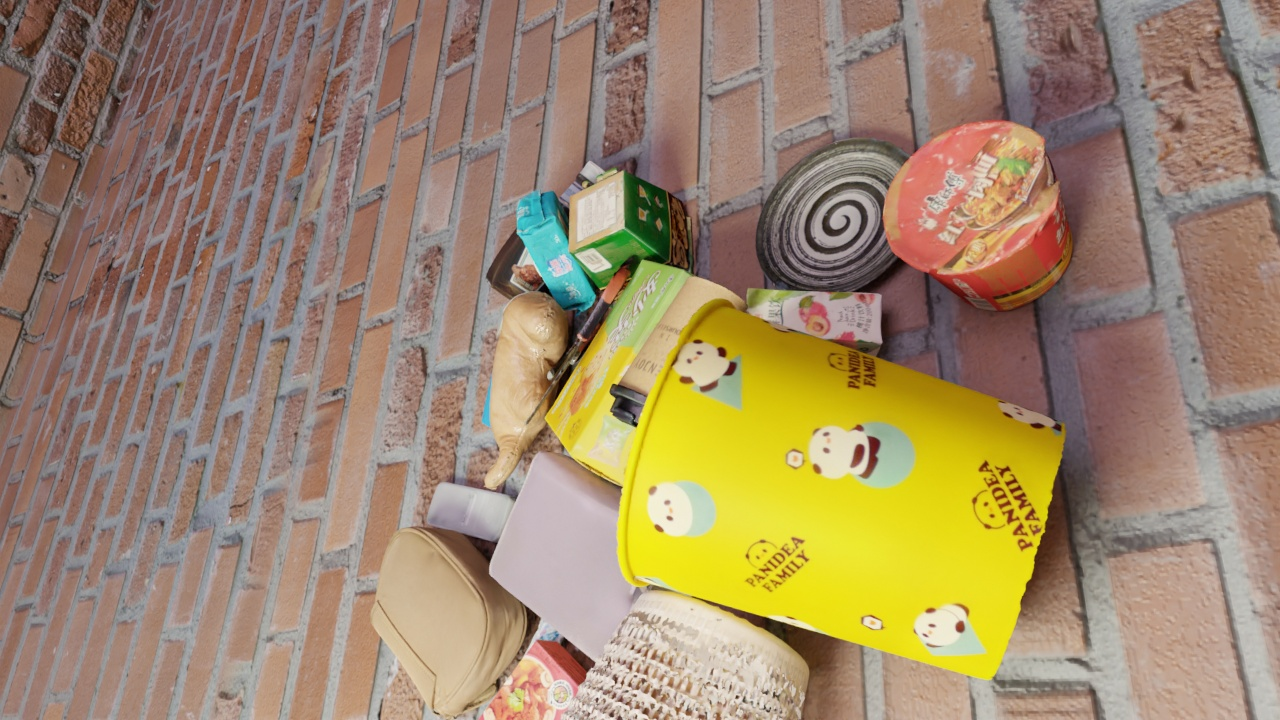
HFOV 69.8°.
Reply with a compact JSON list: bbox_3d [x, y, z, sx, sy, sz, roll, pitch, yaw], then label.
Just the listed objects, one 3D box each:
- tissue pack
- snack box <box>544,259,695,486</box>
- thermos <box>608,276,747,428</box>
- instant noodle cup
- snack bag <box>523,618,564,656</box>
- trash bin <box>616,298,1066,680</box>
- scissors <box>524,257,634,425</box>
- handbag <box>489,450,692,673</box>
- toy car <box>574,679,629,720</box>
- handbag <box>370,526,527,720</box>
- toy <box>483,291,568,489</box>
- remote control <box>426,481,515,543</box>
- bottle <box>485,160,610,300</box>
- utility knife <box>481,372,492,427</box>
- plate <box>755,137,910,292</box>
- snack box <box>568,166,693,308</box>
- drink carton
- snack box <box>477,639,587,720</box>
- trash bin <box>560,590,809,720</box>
[{"bbox_3d":[-0.095,-0.124,1.061,0.050,0.133,0.093,-23,30,7],"label":"tissue pack"},{"bbox_3d":[-0.005,0.005,0.927,0.210,0.070,0.158,-59,17,1],"label":"snack box"},{"bbox_3d":[0.036,0.002,0.809,0.093,0.093,0.143,20,80,43],"label":"thermos"},{"bbox_3d":[0.285,-0.111,0.760,0.138,0.108,0.137,-18,58,32],"label":"instant noodle cup"},{"bbox_3d":[-0.103,0.302,0.931,0.045,0.026,0.105,20,81,50],"label":"snack bag"},{"bbox_3d":[0.146,0.096,0.666,0.255,0.229,0.229,16,79,20],"label":"trash bin"},{"bbox_3d":[-0.065,-0.017,0.970,0.226,0.015,0.189,-58,1,-17],"label":"scissors"},{"bbox_3d":[-0.040,0.188,0.882,0.197,0.098,0.145,24,100,42],"label":"handbag"},{"bbox_3d":[-0.042,0.321,0.807,0.043,0.034,0.090,23,86,25],"label":"toy car"},{"bbox_3d":[-0.206,0.273,0.986,0.204,0.099,0.148,33,99,44],"label":"handbag"},{"bbox_3d":[-0.135,0.033,1.043,0.143,0.082,0.226,-170,91,-80],"label":"toy"},{"bbox_3d":[-0.199,0.177,1.076,0.136,0.020,0.055,3,70,41],"label":"remote control"},{"bbox_3d":[-0.107,-0.156,1.126,0.195,0.080,0.044,-52,33,5],"label":"bottle"},{"bbox_3d":[-0.167,-0.002,1.141,0.034,0.018,0.187,-4,66,26],"label":"utility knife"},{"bbox_3d":[0.196,-0.137,0.908,0.180,0.024,0.179,-19,57,30],"label":"plate"},{"bbox_3d":[-0.020,-0.141,1.029,0.118,0.105,0.117,-20,57,32],"label":"snack box"},{"bbox_3d":[0.156,-0.033,0.839,0.122,0.045,0.053,2,66,7],"label":"drink carton"},{"bbox_3d":[-0.089,0.351,0.866,0.113,0.044,0.127,36,93,31],"label":"snack box"},{"bbox_3d":[0.030,0.297,0.714,0.228,0.227,0.191,6,60,41],"label":"trash bin"}]
